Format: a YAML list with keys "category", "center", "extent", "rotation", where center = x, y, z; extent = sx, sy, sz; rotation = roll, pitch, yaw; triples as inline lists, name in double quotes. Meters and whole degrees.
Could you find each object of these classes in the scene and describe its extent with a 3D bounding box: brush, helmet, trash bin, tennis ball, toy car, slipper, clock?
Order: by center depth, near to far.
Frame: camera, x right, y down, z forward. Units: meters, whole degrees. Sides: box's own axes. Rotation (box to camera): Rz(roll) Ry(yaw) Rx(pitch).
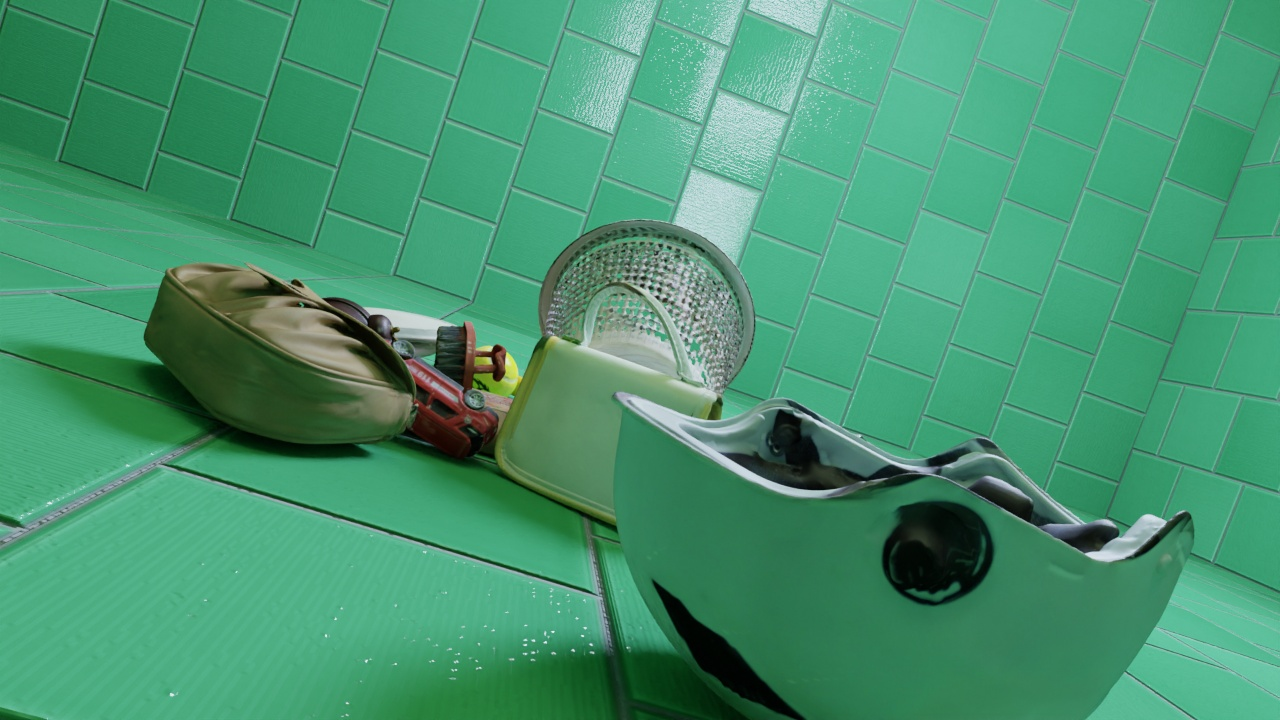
- category: "helmet"
  center: [0.101, 0.105, 0.438]
  extent: [0.258, 0.146, 0.229]
  rotation: [10, 4, -11]
- category: "toy car"
  center: [-0.170, 0.032, 0.728]
  extent: [0.120, 0.053, 0.045]
  rotation: [36, 44, 1]
- category: "clock"
  center: [-0.260, -0.009, 0.797]
  extent: [0.122, 0.082, 0.055]
  rotation: [17, 8, -3]
- category: "brush"
  center: [-0.162, -0.001, 0.876]
  extent: [0.069, 0.063, 0.146]
  rotation: [4, 6, -12]
- category: "trash bin"
  center: [-0.005, 0.004, 0.876]
  extent: [0.227, 0.228, 0.191]
  rotation: [19, 31, -3]
- category: "slipper"
  center: [-0.303, -0.020, 0.946]
  extent: [0.114, 0.054, 0.273]
  rotation: [18, 13, 36]
- category: "tennis ball"
  center: [-0.171, 0.016, 1.036]
  extent: [0.065, 0.065, 0.065]
  rotation: [19, 3, -1]

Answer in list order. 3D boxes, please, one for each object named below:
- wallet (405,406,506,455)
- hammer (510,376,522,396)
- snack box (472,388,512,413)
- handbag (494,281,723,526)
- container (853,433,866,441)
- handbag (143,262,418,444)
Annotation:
- category: "wallet"
  center: [-0.155, 0.054, 0.805]
  extent: [0.115, 0.033, 0.090]
  rotation: [19, 6, -16]
- category: "hammer"
  center: [-0.134, 0.041, 1.131]
  extent: [0.301, 0.033, 0.128]
  rotation: [21, 4, 31]
- category: "snack box"
  center: [-0.143, 0.054, 0.920]
  extent: [0.157, 0.026, 0.084]
  rotation: [17, 4, -31]
- category: "handbag"
  center: [-0.013, 0.032, 0.721]
  extent: [0.163, 0.178, 0.063]
  rotation: [19, -2, 25]
- category: "container"
  center: [0.154, 0.111, 0.884]
  extent: [0.114, 0.090, 0.090]
  rotation: [12, -15, 30]
- category: "handbag"
  center: [-0.258, -0.010, 0.659]
  extent: [0.205, 0.100, 0.147]
  rotation: [28, 6, 39]
